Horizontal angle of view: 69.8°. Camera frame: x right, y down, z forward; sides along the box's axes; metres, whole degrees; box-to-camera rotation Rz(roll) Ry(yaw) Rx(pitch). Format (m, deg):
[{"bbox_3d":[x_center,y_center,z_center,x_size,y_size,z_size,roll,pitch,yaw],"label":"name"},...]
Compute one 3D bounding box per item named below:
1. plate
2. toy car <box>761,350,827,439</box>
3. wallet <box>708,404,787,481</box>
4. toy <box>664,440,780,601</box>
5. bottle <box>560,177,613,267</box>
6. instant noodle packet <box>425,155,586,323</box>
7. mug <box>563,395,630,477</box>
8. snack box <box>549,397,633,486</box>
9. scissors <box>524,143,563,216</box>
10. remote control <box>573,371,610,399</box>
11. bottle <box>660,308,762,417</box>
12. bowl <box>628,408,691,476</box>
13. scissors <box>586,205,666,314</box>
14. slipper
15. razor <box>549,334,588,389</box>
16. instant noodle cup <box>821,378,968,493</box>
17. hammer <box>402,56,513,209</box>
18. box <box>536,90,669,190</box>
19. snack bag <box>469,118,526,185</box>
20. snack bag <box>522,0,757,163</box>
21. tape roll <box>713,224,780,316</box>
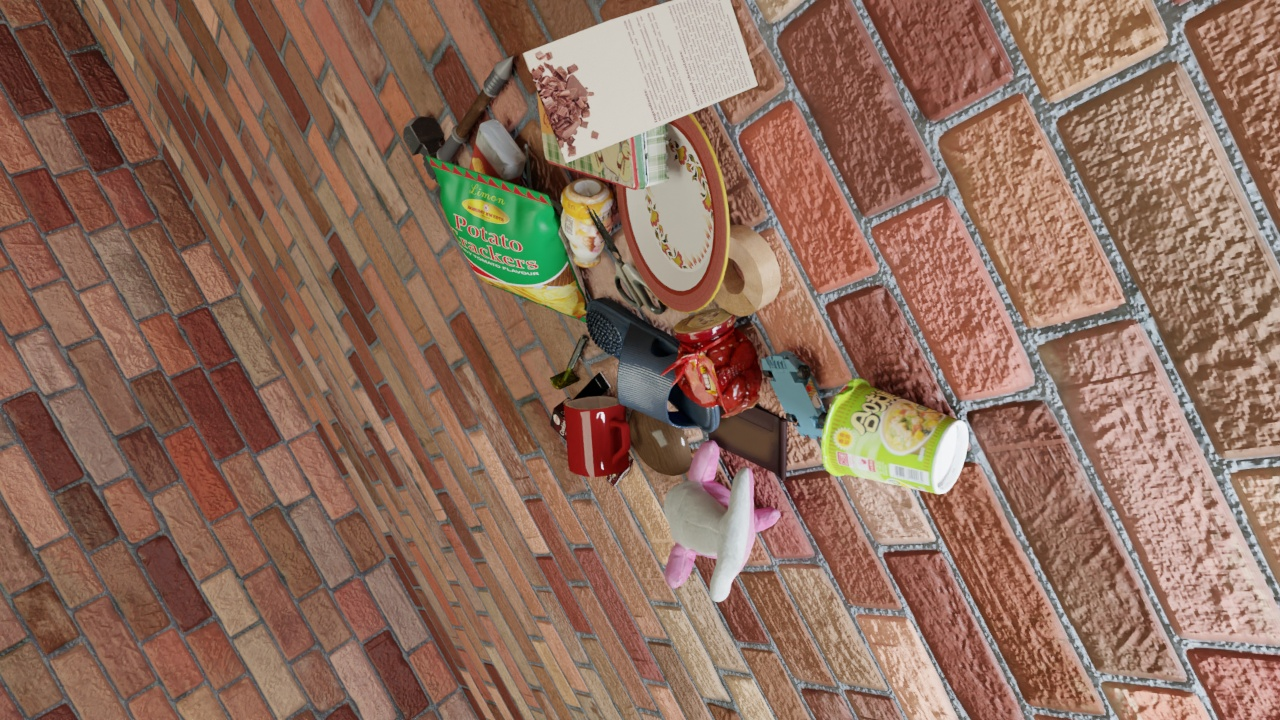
[{"bbox_3d":[0.036,-0.165,0.980,0.230,0.021,0.230,41,139,49],"label":"plate"},{"bbox_3d":[0.172,0.034,0.980,0.060,0.027,0.108,3,128,54],"label":"toy car"},{"bbox_3d":[0.128,0.085,1.099,0.116,0.018,0.092,28,136,39],"label":"wallet"},{"bbox_3d":[0.105,0.197,1.123,0.266,0.128,0.186,-178,100,-80],"label":"toy"},{"bbox_3d":[-0.065,-0.166,1.119,0.063,0.063,0.109,39,145,31],"label":"bottle"},{"bbox_3d":[-0.167,-0.153,1.217,0.196,0.090,0.253,22,152,26],"label":"instant noodle packet"},{"bbox_3d":[-0.053,0.108,1.287,0.116,0.080,0.096,10,107,53],"label":"mug"},{"bbox_3d":[-0.075,0.123,1.392,0.141,0.031,0.051,42,147,16],"label":"snack box"},{"bbox_3d":[-0.151,-0.220,1.250,0.172,0.021,0.172,45,149,31],"label":"scissors"},{"bbox_3d":[-0.076,0.051,1.368,0.028,0.011,0.124,56,149,6],"label":"remote control"},{"bbox_3d":[0.081,0.008,1.017,0.099,0.098,0.111,8,122,53],"label":"bottle"},{"bbox_3d":[0.019,0.112,1.263,0.118,0.030,0.118,36,142,34],"label":"bowl"},{"bbox_3d":[-0.015,-0.115,1.097,0.133,0.012,0.170,35,157,19],"label":"scissors"},{"bbox_3d":[-0.007,0.007,1.150,0.263,0.082,0.101,40,143,38],"label":"slipper"},{"bbox_3d":[-0.097,0.000,1.340,0.026,0.042,0.106,50,139,20],"label":"razor"},{"bbox_3d":[0.241,0.077,0.860,0.108,0.098,0.099,17,129,39],"label":"instant noodle cup"},{"bbox_3d":[-0.235,-0.328,1.257,0.156,0.043,0.323,60,147,-1],"label":"hammer"},{"bbox_3d":[-0.045,-0.257,0.993,0.205,0.050,0.118,33,132,50],"label":"box"},{"bbox_3d":[-0.211,-0.234,1.279,0.077,0.041,0.226,53,148,12],"label":"snack bag"},{"bbox_3d":[-0.003,-0.254,0.816,0.070,0.205,0.094,0,116,55],"label":"snack bag"},{"bbox_3d":[0.104,-0.095,0.969,0.094,0.027,0.094,36,142,34],"label":"tape roll"}]
